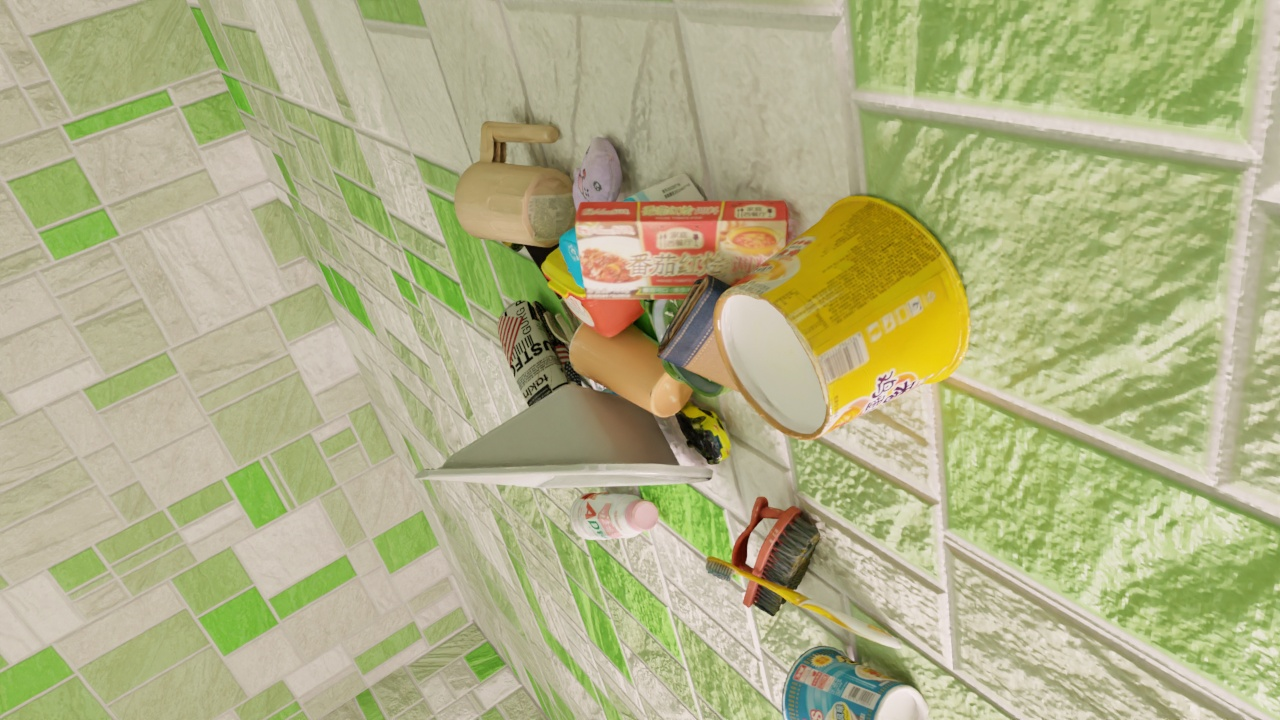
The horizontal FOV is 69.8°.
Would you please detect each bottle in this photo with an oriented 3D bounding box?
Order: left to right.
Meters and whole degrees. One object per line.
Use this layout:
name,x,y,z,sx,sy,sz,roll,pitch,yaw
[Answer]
bottle,-0.035,0.213,1.255,0.068,0.068,0.197,62,153,-4

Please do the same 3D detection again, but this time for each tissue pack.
tissue pack,-0.006,-0.105,0.782,0.063,0.089,0.140,64,157,-8

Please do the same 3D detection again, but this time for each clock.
clock,0.053,-0.027,0.795,0.161,0.056,0.116,18,132,58

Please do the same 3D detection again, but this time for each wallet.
wallet,-0.099,-0.123,1.048,0.096,0.020,0.122,61,159,-3
wallet,0.081,-0.012,0.694,0.115,0.033,0.090,24,134,-8

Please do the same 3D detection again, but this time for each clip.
clip,-0.069,-0.024,1.085,0.104,0.034,0.083,58,158,-5

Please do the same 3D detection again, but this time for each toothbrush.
toothbrush,0.147,0.225,0.846,0.191,0.018,0.016,22,145,15

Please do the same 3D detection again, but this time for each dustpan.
dustpan,-0.062,0.127,0.990,0.222,0.258,0.142,17,-139,-58

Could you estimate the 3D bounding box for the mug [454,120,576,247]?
mug,-0.126,-0.182,0.947,0.104,0.084,0.125,15,105,39

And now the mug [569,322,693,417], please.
mug,-0.006,0.005,0.941,0.123,0.078,0.078,32,145,39

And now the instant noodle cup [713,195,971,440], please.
instant noodle cup,0.122,-0.021,0.591,0.138,0.109,0.138,47,155,29

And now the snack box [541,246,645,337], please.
snack box,-0.043,-0.074,0.913,0.091,0.082,0.080,36,158,46

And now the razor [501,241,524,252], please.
razor,-0.171,-0.194,1.105,0.043,0.028,0.133,42,149,45

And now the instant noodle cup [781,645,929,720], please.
instant noodle cup,0.206,0.329,0.865,0.110,0.099,0.099,-6,112,58

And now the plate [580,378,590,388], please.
plate,-0.104,0.064,1.259,0.164,0.034,0.164,46,154,31

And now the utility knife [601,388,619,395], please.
utility knife,-0.072,0.071,1.166,0.034,0.018,0.192,56,143,-3

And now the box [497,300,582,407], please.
box,-0.114,-0.004,1.151,0.076,0.087,0.162,-44,55,23

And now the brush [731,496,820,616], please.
brush,0.126,0.184,0.885,0.069,0.063,0.146,35,147,22

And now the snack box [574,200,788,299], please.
snack box,0.031,-0.081,0.682,0.075,0.153,0.025,85,-172,-45

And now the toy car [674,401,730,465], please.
toy car,0.063,0.069,0.922,0.048,0.032,0.105,67,168,-17

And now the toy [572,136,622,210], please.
toy,-0.041,-0.165,0.852,0.108,0.039,0.083,127,134,-67
